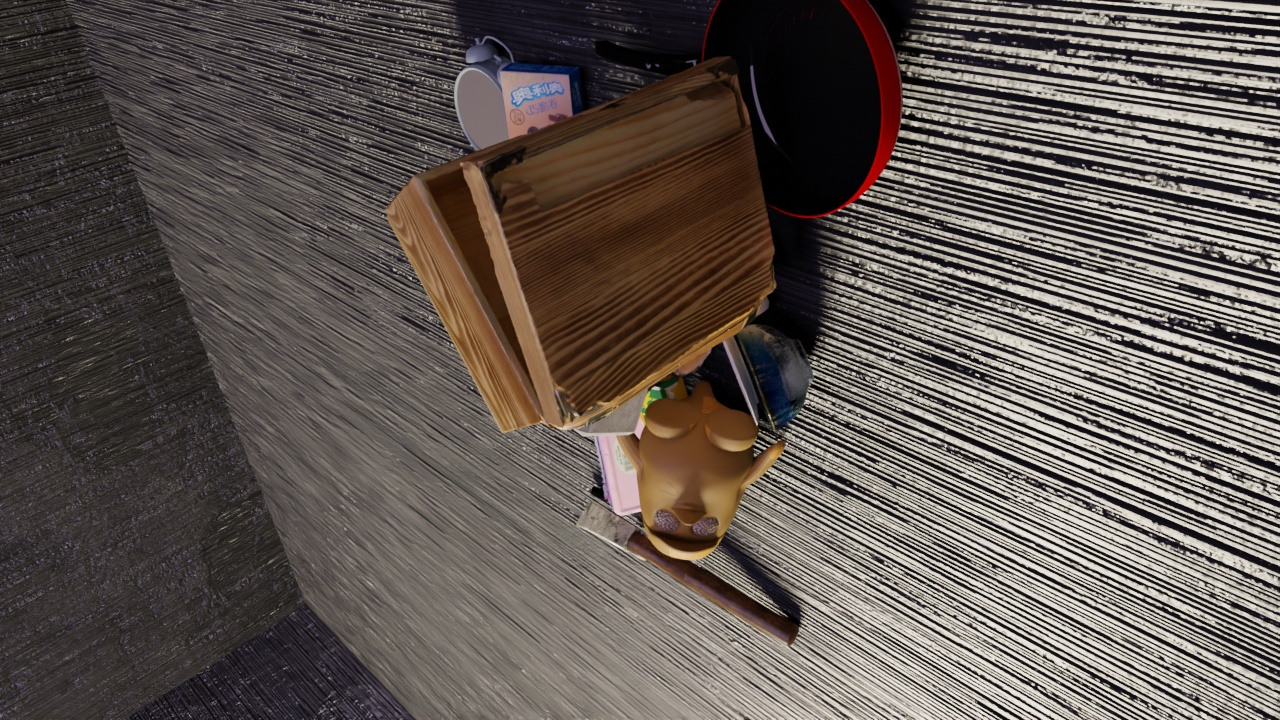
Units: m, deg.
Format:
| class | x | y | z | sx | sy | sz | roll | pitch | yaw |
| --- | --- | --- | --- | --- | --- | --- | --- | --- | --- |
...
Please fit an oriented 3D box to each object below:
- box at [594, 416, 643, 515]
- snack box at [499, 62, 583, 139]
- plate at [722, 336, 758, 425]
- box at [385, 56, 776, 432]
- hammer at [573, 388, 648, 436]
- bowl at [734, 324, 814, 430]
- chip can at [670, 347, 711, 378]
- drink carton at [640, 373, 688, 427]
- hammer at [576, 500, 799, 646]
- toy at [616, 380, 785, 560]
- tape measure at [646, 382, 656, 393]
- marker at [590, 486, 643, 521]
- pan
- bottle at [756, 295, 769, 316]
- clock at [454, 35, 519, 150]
| class | x | y | z | sx | sy | sz | roll | pitch | yaw |
| --- | --- | --- | --- | --- | --- | --- | --- | --- | --- |
| box | -0.030 | 0.106 | 1.256 | 0.095 | 0.088 | 0.202 | -123 | 20 | -60 |
| snack box | -0.109 | -0.265 | 1.069 | 0.087 | 0.034 | 0.151 | 10 | 127 | 18 |
| plate | 0.106 | 0.005 | 0.992 | 0.134 | 0.011 | 0.134 | -20 | -91 | -86 |
| box | -0.022 | -0.093 | 0.806 | 0.216 | 0.278 | 0.257 | -16 | 103 | 56 |
| hammer | -0.039 | -0.093 | 1.008 | 0.163 | 0.082 | 0.318 | 32 | 112 | 44 |
| bowl | 0.144 | 0.009 | 0.951 | 0.114 | 0.061 | 0.114 | -21 | -91 | -84 |
| chip can | -0.017 | -0.063 | 1.100 | 0.229 | 0.079 | 0.080 | 34 | 139 | 32 |
| drink carton | 0.036 | 0.077 | 1.169 | 0.058 | 0.041 | 0.122 | 5 | 119 | 50 |
| hammer | 0.067 | 0.286 | 1.219 | 0.301 | 0.037 | 0.217 | 26 | 170 | 26 |
| toy | 0.058 | 0.148 | 1.081 | 0.199 | 0.162 | 0.204 | 10 | 117 | 6 |
| tape measure | -0.007 | 0.007 | 1.130 | 0.042 | 0.071 | 0.072 | 34 | -171 | -41 |
| marker | -0.028 | 0.218 | 1.372 | 0.139 | 0.022 | 0.016 | 22 | 126 | 42 |
| pan | 0.086 | -0.257 | 0.829 | 0.356 | 0.067 | 0.209 | 34 | 140 | 42 |
| bottle | 0.082 | -0.108 | 0.961 | 0.051 | 0.051 | 0.146 | -26 | 94 | 56 |
| clock | -0.177 | -0.319 | 1.129 | 0.122 | 0.045 | 0.160 | 39 | 142 | 25 |
